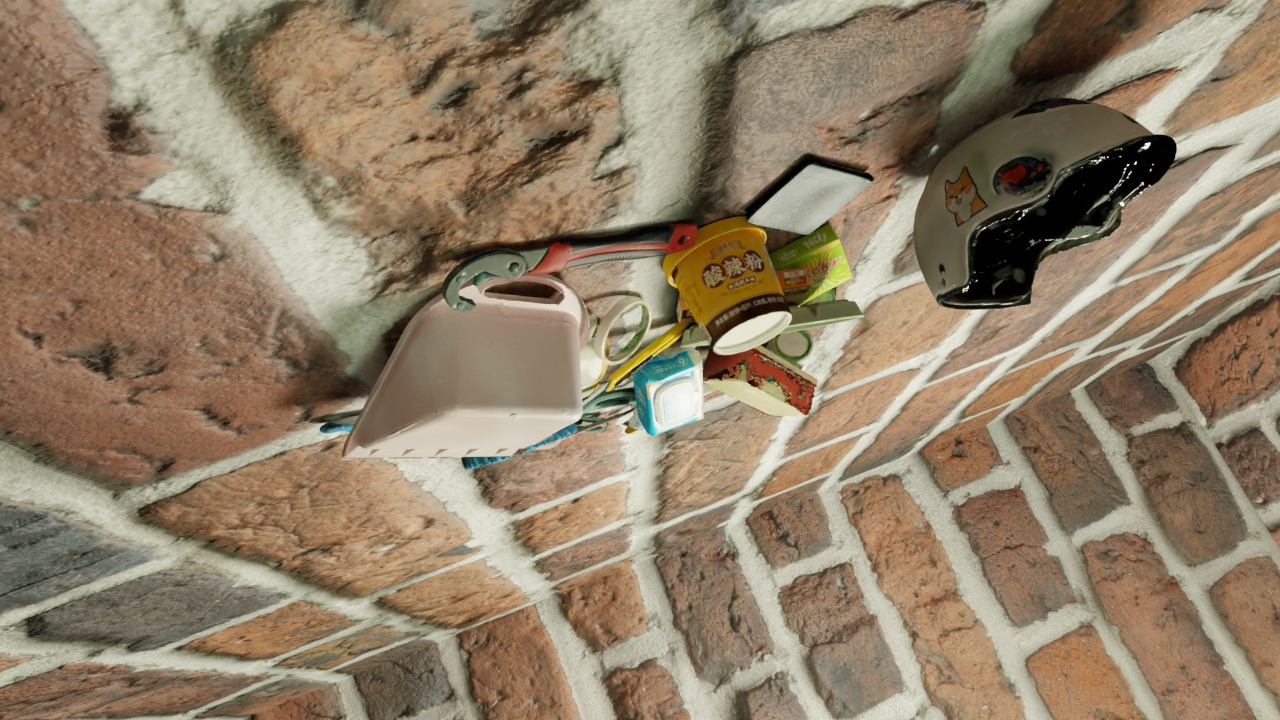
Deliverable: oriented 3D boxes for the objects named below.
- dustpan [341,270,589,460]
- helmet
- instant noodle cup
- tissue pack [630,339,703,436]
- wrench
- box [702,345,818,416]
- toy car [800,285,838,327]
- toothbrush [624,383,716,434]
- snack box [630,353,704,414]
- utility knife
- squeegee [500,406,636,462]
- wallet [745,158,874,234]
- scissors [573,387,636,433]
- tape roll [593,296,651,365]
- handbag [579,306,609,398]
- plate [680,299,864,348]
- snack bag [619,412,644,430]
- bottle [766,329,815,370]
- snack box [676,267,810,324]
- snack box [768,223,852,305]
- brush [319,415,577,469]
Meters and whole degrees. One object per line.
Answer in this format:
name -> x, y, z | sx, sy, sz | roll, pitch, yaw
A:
dustpan -> -0.172, 0.014, 0.984 | 0.222, 0.138, 0.274 | 4, 162, -40
helmet -> 0.409, -0.183, 0.997 | 0.229, 0.156, 0.275 | 0, 140, -45
instant noodle cup -> 0.099, -0.077, 0.996 | 0.118, 0.114, 0.119 | -19, 161, -7
tissue pack -> 0.039, 0.038, 1.260 | 0.090, 0.063, 0.140 | -19, 136, -13
wrench -> -0.060, -0.099, 0.887 | 0.272, 0.016, 0.056 | -16, 134, -25
box -> 0.172, 0.036, 1.319 | 0.168, 0.075, 0.091 | 26, 161, -37
toy car -> 0.246, -0.079, 1.268 | 0.034, 0.042, 0.091 | 16, 158, -6
toothbrush -> 0.055, 0.069, 1.404 | 0.192, 0.016, 0.018 | -30, 171, 22
snack box -> 0.039, 0.041, 1.376 | 0.084, 0.027, 0.157 | -16, 160, -17
utility knife -> -0.007, 0.007, 1.148 | 0.208, 0.015, 0.033 | -38, 164, -19
squeegee -> -0.166, 0.101, 1.269 | 0.248, 0.040, 0.249 | -22, 158, 25
wallet -> 0.180, -0.174, 0.976 | 0.120, 0.019, 0.097 | 0, 149, -45
scissors -> -0.075, 0.080, 1.356 | 0.170, 0.019, 0.181 | -14, 161, -6
tape roll -> -0.020, -0.034, 1.065 | 0.085, 0.014, 0.086 | -38, 147, -30
handbag -> -0.113, 0.003, 1.065 | 0.163, 0.063, 0.179 | -16, 156, -24
plate -> 0.161, -0.046, 1.141 | 0.230, 0.027, 0.230 | -9, 180, 0
snack bag -> 0.016, 0.080, 1.375 | 0.048, 0.026, 0.104 | 16, 140, -40
bottle -> 0.222, 0.002, 1.423 | 0.068, 0.068, 0.197 | -21, 165, -5
snack box -> 0.122, -0.078, 1.107 | 0.153, 0.026, 0.075 | -8, 163, -4
snack box -> 0.215, -0.117, 1.152 | 0.086, 0.026, 0.156 | -27, 160, 11
brush -> -0.227, 0.086, 1.130 | 0.313, 0.109, 0.061 | -18, -172, -33
